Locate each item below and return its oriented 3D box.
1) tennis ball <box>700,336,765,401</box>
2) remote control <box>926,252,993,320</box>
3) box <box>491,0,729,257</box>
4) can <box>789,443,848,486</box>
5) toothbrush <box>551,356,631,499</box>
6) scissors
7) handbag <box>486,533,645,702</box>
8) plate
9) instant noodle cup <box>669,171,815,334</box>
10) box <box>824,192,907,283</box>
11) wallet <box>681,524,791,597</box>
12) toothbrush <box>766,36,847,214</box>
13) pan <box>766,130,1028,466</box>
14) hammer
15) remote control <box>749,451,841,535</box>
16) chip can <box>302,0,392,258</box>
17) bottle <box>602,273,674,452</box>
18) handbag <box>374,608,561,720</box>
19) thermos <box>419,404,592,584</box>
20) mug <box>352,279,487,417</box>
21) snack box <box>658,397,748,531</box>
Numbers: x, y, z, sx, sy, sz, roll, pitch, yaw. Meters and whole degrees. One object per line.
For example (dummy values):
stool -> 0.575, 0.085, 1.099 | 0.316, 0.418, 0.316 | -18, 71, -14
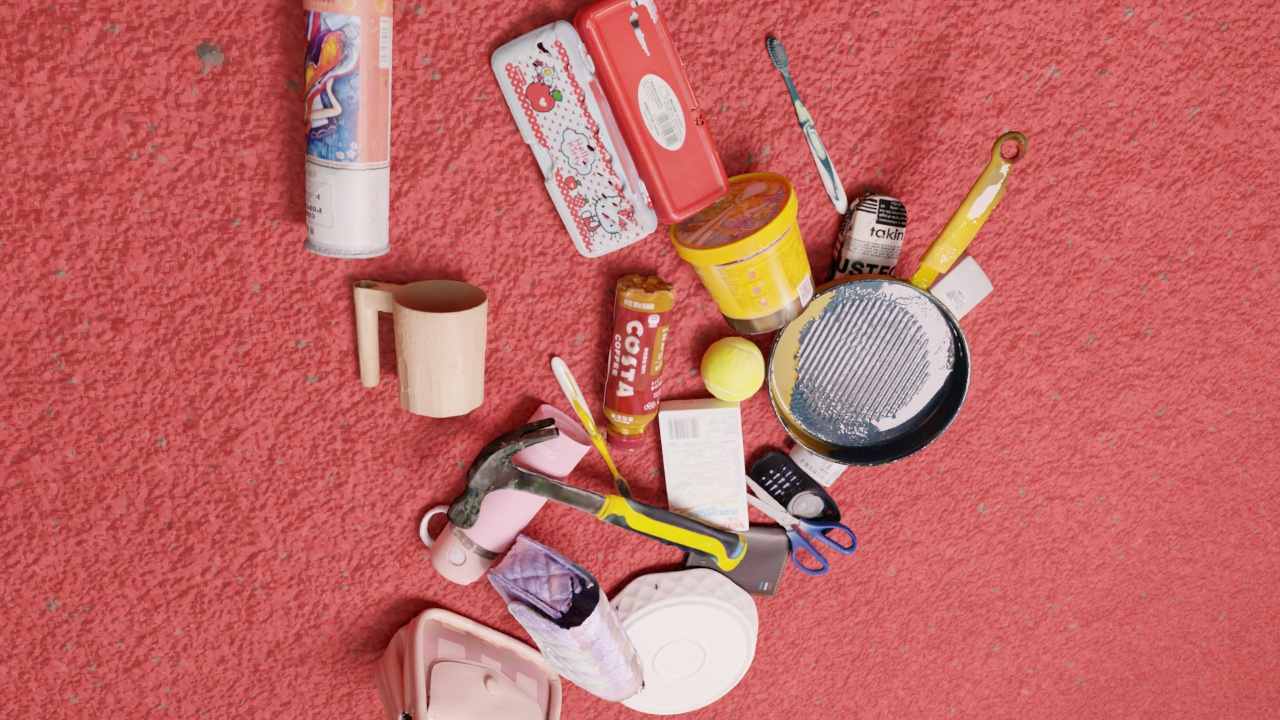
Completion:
tennis ball -> 0.093, 0.009, 0.928 | 0.065, 0.065, 0.065 | -6, 115, -13
remote control -> 0.312, -0.052, 0.984 | 0.135, 0.019, 0.056 | -44, 117, 7
box -> -0.022, -0.204, 0.802 | 0.161, 0.058, 0.201 | -25, 109, -1
can -> 0.229, 0.066, 0.993 | 0.058, 0.058, 0.147 | 35, 102, -25
toothbrush -> -0.048, 0.075, 0.946 | 0.016, 0.018, 0.191 | -27, 118, -4
scissors -> 0.162, 0.189, 1.033 | 0.172, 0.012, 0.133 | 12, 119, -4
handbag -> -0.073, 0.268, 0.935 | 0.075, 0.134, 0.194 | -50, 143, -24
plate -> 0.041, 0.333, 1.064 | 0.204, 0.045, 0.205 | -4, 118, -8
instant noodle cup -> 0.103, -0.096, 0.859 | 0.118, 0.118, 0.114 | -30, 125, 0
box -> 0.225, -0.088, 0.929 | 0.068, 0.052, 0.164 | -5, 116, -32
wallet -> 0.110, 0.230, 1.060 | 0.122, 0.020, 0.096 | 7, 112, -15
toothbrush -> 0.162, -0.218, 0.870 | 0.016, 0.018, 0.192 | -31, 117, 0
pan -> 0.255, -0.053, 0.874 | 0.197, 0.078, 0.358 | 23, 110, -4
hammer -> -0.021, 0.149, 0.915 | 0.323, 0.032, 0.126 | 23, 108, -29
remote control -> 0.173, 0.148, 1.034 | 0.053, 0.024, 0.136 | -42, 113, 9
chip can -> -0.237, -0.195, 0.745 | 0.071, 0.071, 0.215 | 2, 113, -16
bottle -> -0.005, 0.005, 0.904 | 0.057, 0.057, 0.175 | 1, 114, -15
handbag -> -0.167, 0.375, 0.929 | 0.193, 0.234, 0.093 | 34, 103, -25
thermos -> -0.142, 0.132, 0.927 | 0.087, 0.067, 0.199 | 41, 101, 5
mug -> -0.201, -0.014, 0.838 | 0.125, 0.084, 0.104 | 8, 115, 8
snack box -> 0.069, 0.114, 0.978 | 0.085, 0.026, 0.157 | -4, 117, 6
